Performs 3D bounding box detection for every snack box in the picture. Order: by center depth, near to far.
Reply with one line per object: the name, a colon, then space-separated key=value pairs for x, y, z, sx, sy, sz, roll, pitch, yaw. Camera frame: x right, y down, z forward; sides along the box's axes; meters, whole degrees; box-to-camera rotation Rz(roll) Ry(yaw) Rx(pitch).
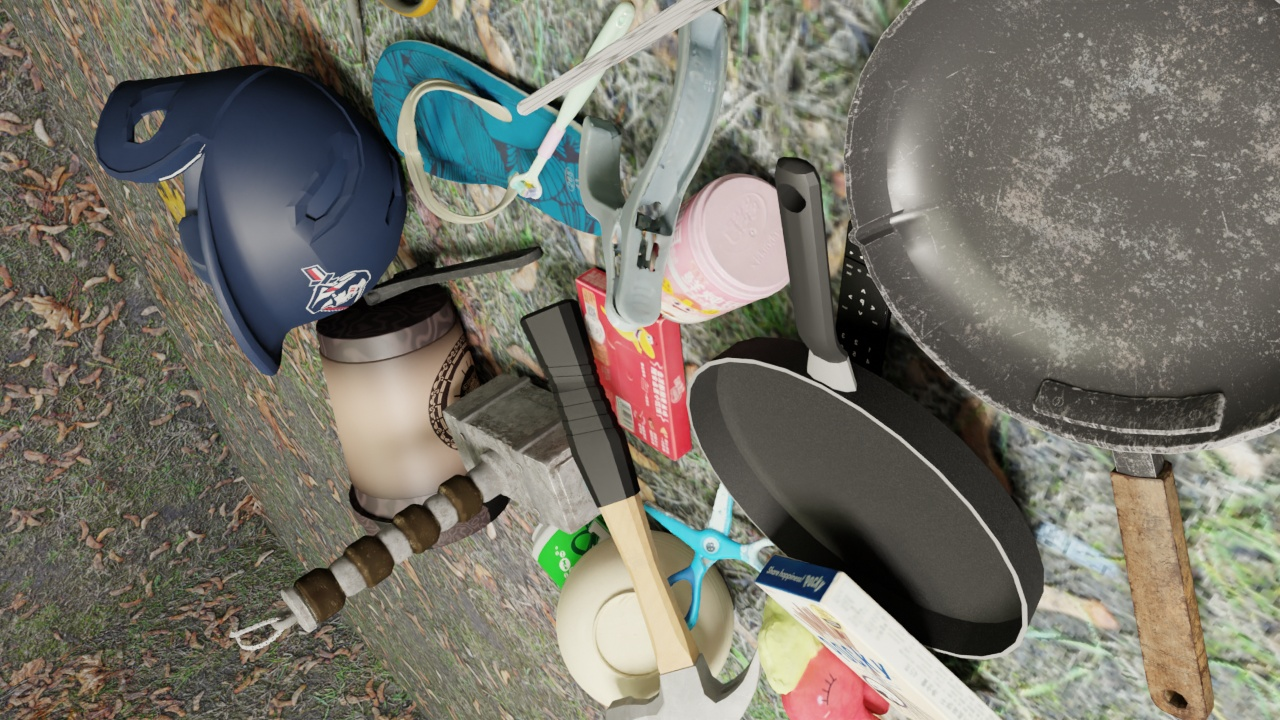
snack box: x=0.147 y=0.181 z=0.575 sx=0.150 sy=0.026 sz=0.082 roll=43 pitch=164 yaw=-12
snack box: x=-0.004 y=0.004 z=0.681 sx=0.089 sy=0.021 sz=0.133 roll=30 pitch=141 yaw=38

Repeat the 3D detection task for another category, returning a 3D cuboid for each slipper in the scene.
slipper: x=-0.130 y=-0.160 z=0.668 sx=0.295 sy=0.060 sz=0.118 roll=30 pitch=138 yaw=37

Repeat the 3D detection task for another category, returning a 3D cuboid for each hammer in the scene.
hammer: x=-0.010 y=0.115 z=0.665 sx=0.131 sy=0.039 sz=0.328 roll=-21 pitch=89 yaw=16
hammer: x=-0.176 y=0.133 z=0.751 sx=0.177 sy=0.325 sz=0.079 roll=19 pitch=134 yaw=47

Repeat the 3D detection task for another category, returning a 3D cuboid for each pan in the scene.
pan: x=0.198 y=0.009 z=0.374 sx=0.208 sy=0.040 sz=0.357 roll=6 pitch=125 yaw=53
pan: x=0.105 y=0.035 z=0.475 sx=0.225 sy=0.034 sz=0.357 roll=30 pitch=153 yaw=36

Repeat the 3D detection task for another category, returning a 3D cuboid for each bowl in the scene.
bowl: x=-0.001 y=0.215 z=0.737 sx=0.150 sy=0.151 sz=0.075 roll=51 pitch=-178 yaw=9

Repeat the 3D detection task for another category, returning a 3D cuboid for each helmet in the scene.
helmet: x=-0.318 y=-0.122 z=0.800 sx=0.233 sy=0.223 sz=0.272 roll=108 pitch=160 yaw=-71

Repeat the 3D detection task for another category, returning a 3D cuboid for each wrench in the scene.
wrench: x=-0.171 y=-0.077 z=0.813 sx=0.274 sy=0.072 sz=0.018 roll=-2 pitch=118 yaw=50

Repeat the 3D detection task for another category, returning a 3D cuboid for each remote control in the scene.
remote control: x=0.119 y=-0.012 z=0.496 sx=0.030 sy=0.009 sz=0.140 roll=33 pitch=144 yaw=34

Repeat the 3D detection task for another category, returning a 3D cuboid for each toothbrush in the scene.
toothbrush: x=0.022 y=-0.134 z=0.345 sx=0.010 sy=0.181 sz=0.010 roll=8 pitch=131 yaw=50
toothbrush: x=-0.042 y=-0.153 z=0.555 sx=0.022 sy=0.015 sz=0.155 roll=24 pitch=137 yaw=-17

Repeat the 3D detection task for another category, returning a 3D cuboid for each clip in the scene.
clip: x=-0.002 y=-0.115 z=0.503 sx=0.165 sy=0.032 sz=0.165 roll=-68 pitch=26 yaw=24

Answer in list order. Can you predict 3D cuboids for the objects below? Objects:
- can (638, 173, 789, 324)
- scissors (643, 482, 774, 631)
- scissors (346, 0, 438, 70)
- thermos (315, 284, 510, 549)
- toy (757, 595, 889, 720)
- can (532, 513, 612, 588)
can: x=0.041 y=-0.060 z=0.505 sx=0.067 sy=0.067 sz=0.076 roll=59 pitch=152 yaw=-5
scissors: x=0.055 y=0.148 z=0.677 sx=0.134 sy=0.011 sz=0.140 roll=28 pitch=103 yaw=16
scissors: x=-0.221 y=-0.320 z=0.685 sx=0.225 sy=0.016 sz=0.230 roll=24 pitch=138 yaw=45
thermos: x=-0.230 y=0.052 z=0.927 sx=0.173 sy=0.172 sz=0.226 roll=21 pitch=130 yaw=45
toy: x=0.128 y=0.215 z=0.632 sx=0.135 sy=0.091 sz=0.045 roll=47 pitch=135 yaw=-14
can: x=-0.028 y=0.192 z=0.836 sx=0.140 sy=0.087 sz=0.088 roll=45 pitch=149 yaw=19
